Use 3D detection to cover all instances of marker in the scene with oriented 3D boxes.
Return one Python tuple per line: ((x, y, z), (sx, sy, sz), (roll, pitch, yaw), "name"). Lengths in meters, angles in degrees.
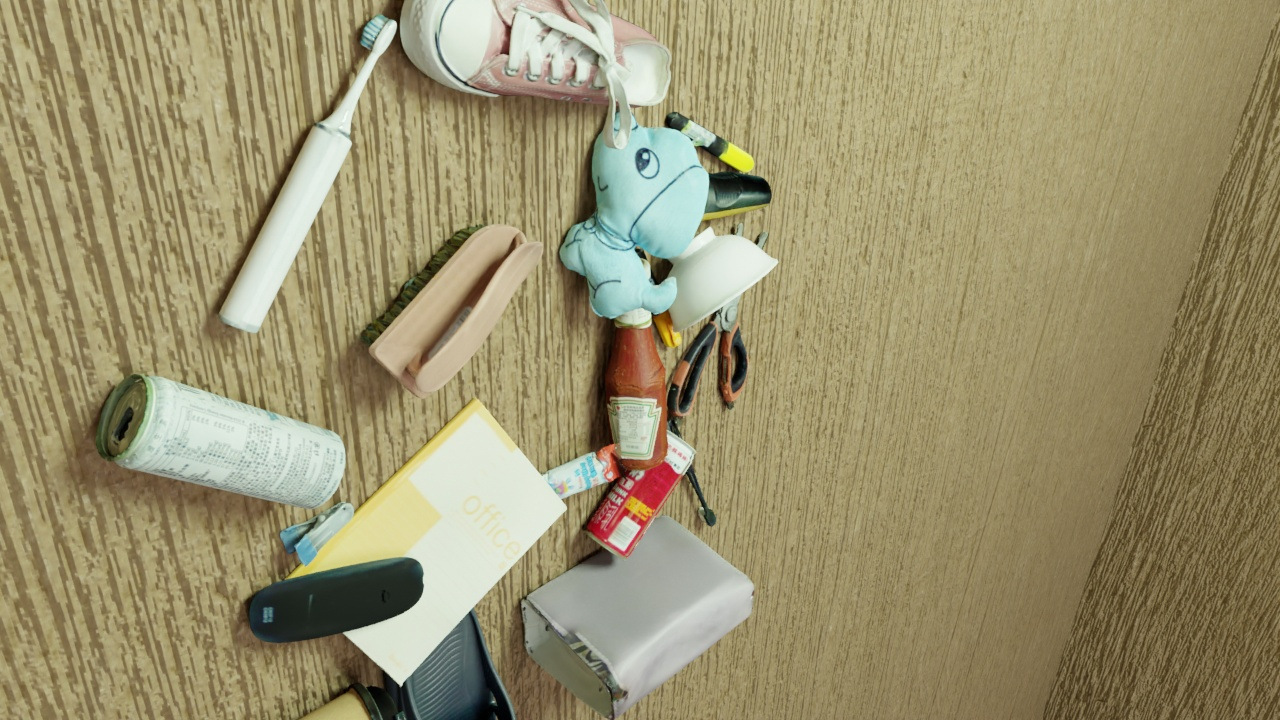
((0.015, -0.058, 0.876), (0.018, 0.015, 0.124), (-48, 137, -24), "marker")
((0.065, -0.202, 0.851), (0.124, 0.015, 0.018), (16, 98, -47), "marker")

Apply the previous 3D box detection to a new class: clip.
((-0.244, 0.128, 0.701), (0.058, 0.044, 0.027), (-38, 133, -33), "clip")

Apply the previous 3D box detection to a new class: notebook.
((-0.170, 0.152, 0.771), (0.206, 0.010, 0.146), (-45, 121, -20), "notebook")

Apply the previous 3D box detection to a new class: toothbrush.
((-0.211, -0.121, 0.590), (0.221, 0.026, 0.026), (-63, 179, 1), "toothbrush")
((0.055, 0.127, 1.023), (0.015, 0.018, 0.181), (-44, 135, -24), "toothbrush")

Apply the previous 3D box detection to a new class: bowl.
((0.062, -0.085, 0.862), (0.118, 0.118, 0.065), (-38, 96, -26), "bowl")

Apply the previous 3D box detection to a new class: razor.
((0.067, -0.152, 0.859), (0.167, 0.062, 0.068), (-15, 152, -48), "razor")

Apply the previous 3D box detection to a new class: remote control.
((-0.230, 0.187, 0.713), (0.136, 0.024, 0.053), (-6, 101, -34), "remote control")

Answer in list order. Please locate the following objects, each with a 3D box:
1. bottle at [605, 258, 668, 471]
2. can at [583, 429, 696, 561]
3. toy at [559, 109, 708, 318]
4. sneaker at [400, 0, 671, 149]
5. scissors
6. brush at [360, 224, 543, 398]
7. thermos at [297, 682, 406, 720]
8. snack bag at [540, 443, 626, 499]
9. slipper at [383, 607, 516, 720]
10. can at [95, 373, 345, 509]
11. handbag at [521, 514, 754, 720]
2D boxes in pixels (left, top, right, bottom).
((-0.005, 0.005, 0.858), (0.059, 0.060, 0.206), (-25, 124, -37), "bottle")
((0.000, 0.134, 0.937), (0.132, 0.053, 0.053), (-56, 140, -8), "can")
((0.000, -0.123, 0.767), (0.156, 0.049, 0.161), (-31, 97, 9), "toy")
((-0.052, -0.221, 0.656), (0.240, 0.088, 0.118), (-4, 114, -47), "sneaker")
((0.086, -0.029, 0.966), (0.188, 0.015, 0.225), (-42, 136, -26), "scissors")
((-0.133, -0.042, 0.682), (0.145, 0.073, 0.063), (-52, 138, -16), "brush")
((-0.264, 0.325, 0.739), (0.143, 0.093, 0.093), (-15, 122, -33), "thermos")
((-0.064, 0.111, 0.863), (0.105, 0.026, 0.045), (-21, 131, -8), "snack bag")
((-0.172, 0.329, 0.841), (0.110, 0.083, 0.268), (-23, 125, -35), "slipper")
((-0.269, 0.056, 0.602), (0.146, 0.058, 0.058), (29, 89, -50), "can")
((-0.001, 0.261, 0.936), (0.196, 0.145, 0.098), (-25, 125, -35), "handbag")
